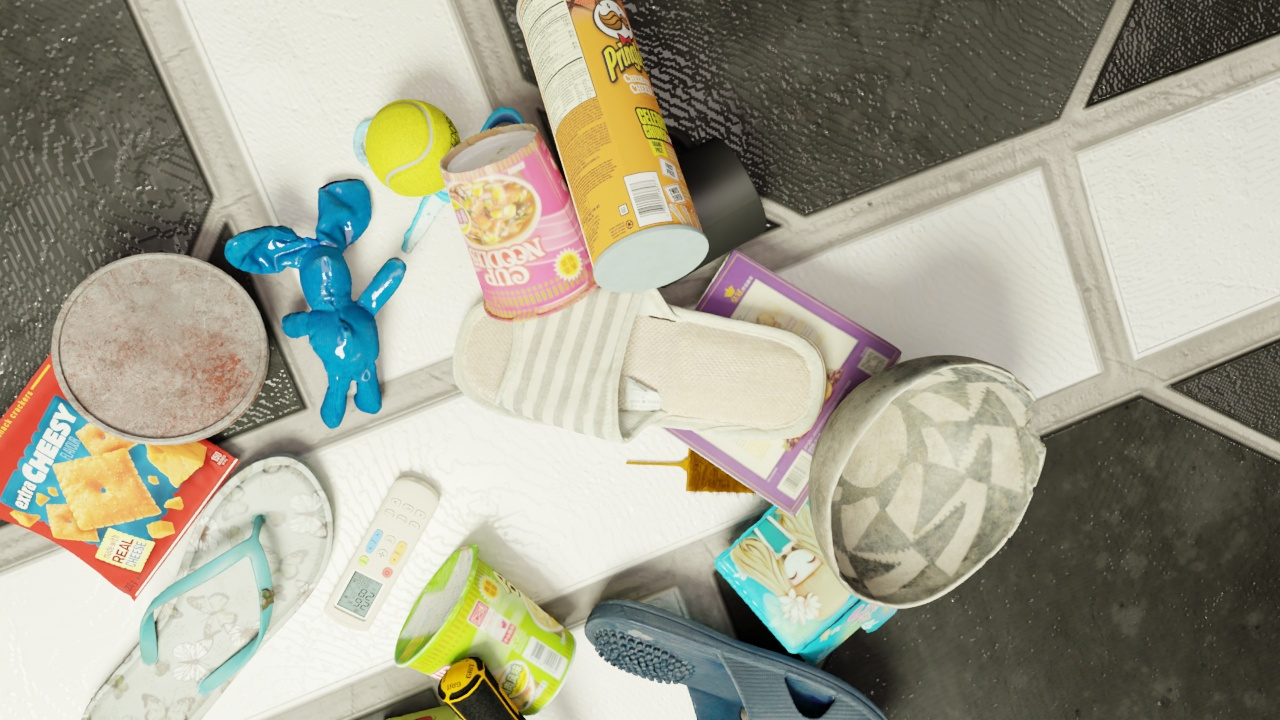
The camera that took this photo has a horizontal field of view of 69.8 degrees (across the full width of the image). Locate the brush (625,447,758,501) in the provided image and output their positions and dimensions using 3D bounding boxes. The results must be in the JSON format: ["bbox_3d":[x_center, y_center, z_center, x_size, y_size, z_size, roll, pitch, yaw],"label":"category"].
[{"bbox_3d":[0.057,0.085,0.724,0.126,0.017,0.048,2,96,-7],"label":"brush"}]

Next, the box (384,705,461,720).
[{"bbox_3d":[-0.140,0.382,0.682,0.082,0.124,0.221,-10,95,-8],"label":"box"}]

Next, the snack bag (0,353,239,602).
[{"bbox_3d":[-0.388,0.083,0.657,0.144,0.039,0.131,37,89,-15],"label":"snack bag"}]

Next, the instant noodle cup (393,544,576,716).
[{"bbox_3d":[-0.111,0.208,0.683,0.108,0.099,0.099,39,90,-17],"label":"instant noodle cup"}]

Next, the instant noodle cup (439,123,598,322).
[{"bbox_3d":[-0.083,-0.097,0.628,0.097,0.097,0.109,-24,123,-4],"label":"instant noodle cup"}]

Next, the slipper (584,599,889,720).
[{"bbox_3d":[0.073,0.267,0.695,0.263,0.101,0.082,26,48,-5],"label":"slipper"}]

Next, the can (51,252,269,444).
[{"bbox_3d":[-0.328,-0.007,0.635,0.129,0.044,0.130,2,85,-20],"label":"can"}]

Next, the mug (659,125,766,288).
[{"bbox_3d":[0.026,-0.121,0.674,0.088,0.078,0.113,-30,72,-3],"label":"mug"}]

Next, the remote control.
[{"bbox_3d":[-0.197,0.147,0.700,0.038,0.018,0.125,29,93,-9],"label":"remote control"}]

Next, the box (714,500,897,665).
[{"bbox_3d":[0.191,0.137,0.708,0.227,0.086,0.169,-42,107,-1],"label":"box"}]

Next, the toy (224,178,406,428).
[{"bbox_3d":[-0.224,-0.037,0.646,0.112,0.071,0.176,-15,101,-32],"label":"toy"}]

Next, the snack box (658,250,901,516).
[{"bbox_3d":[0.092,0.017,0.683,0.148,0.040,0.143,34,91,13],"label":"snack box"}]

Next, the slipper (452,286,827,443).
[{"bbox_3d":[-0.004,0.004,0.656,0.273,0.054,0.114,5,81,8],"label":"slipper"}]

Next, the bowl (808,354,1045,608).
[{"bbox_3d":[0.178,0.072,0.623,0.178,0.081,0.179,-9,112,-24],"label":"bowl"}]

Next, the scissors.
[{"bbox_3d":[-0.141,-0.141,0.678,0.139,0.011,0.134,-45,97,-2],"label":"scissors"}]

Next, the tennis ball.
[{"bbox_3d":[-0.157,-0.147,0.637,0.065,0.065,0.065,-1,96,-7],"label":"tennis ball"}]

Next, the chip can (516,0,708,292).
[{"bbox_3d":[-0.022,-0.157,0.611,0.075,0.075,0.214,-15,69,-5],"label":"chip can"}]

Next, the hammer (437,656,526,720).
[{"bbox_3d":[-0.057,0.335,0.683,0.123,0.036,0.321,-36,117,-12],"label":"hammer"}]

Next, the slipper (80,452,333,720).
[{"bbox_3d":[-0.310,0.194,0.670,0.098,0.055,0.269,32,94,-22],"label":"slipper"}]
